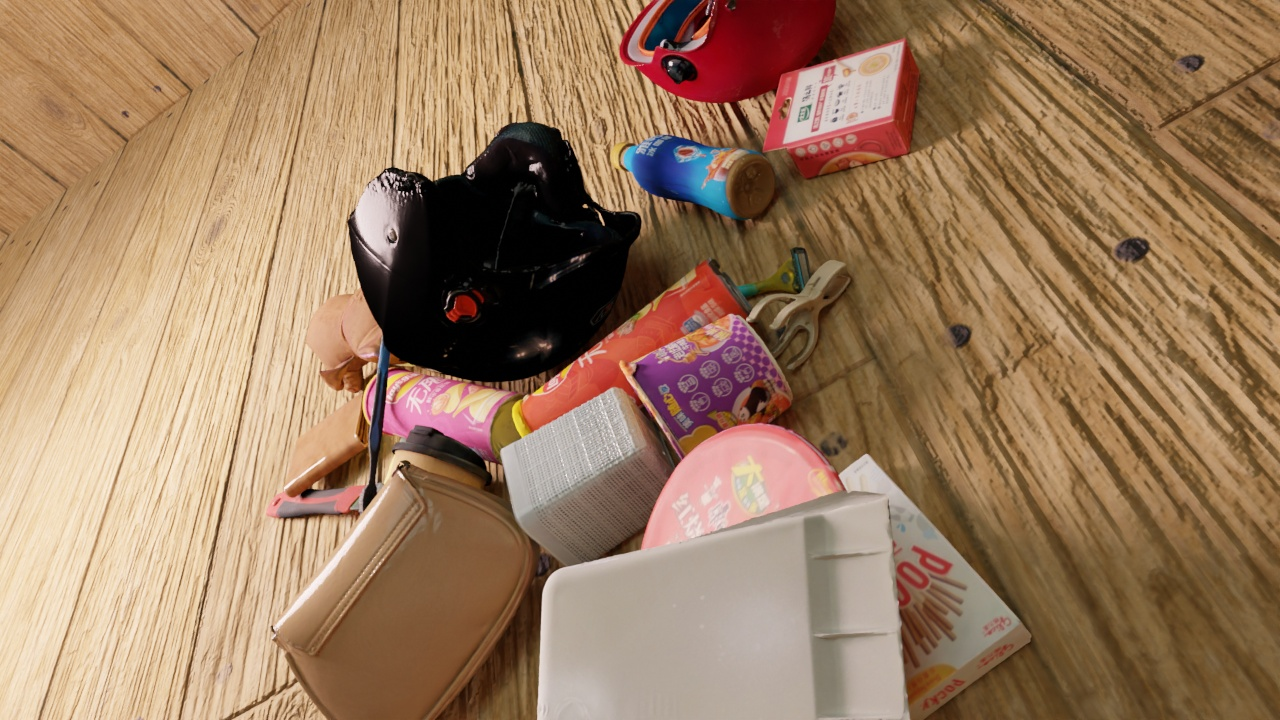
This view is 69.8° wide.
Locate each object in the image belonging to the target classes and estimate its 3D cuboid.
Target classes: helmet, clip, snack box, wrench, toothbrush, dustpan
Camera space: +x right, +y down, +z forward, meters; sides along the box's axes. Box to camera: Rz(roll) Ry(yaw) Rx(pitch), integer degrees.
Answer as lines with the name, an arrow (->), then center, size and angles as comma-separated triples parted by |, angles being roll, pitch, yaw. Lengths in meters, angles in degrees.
helmet -> 0.103, -0.352, 0.964 | 0.241, 0.144, 0.206 | -18, 39, 48
clip -> 0.124, -0.047, 0.730 | 0.035, 0.092, 0.103 | 24, 83, 48
helmet -> -0.133, -0.090, 0.859 | 0.275, 0.231, 0.232 | 15, 32, 21
snack box -> 0.155, 0.135, 0.572 | 0.085, 0.027, 0.156 | -39, 39, 4
snack box -> 0.189, -0.232, 0.859 | 0.127, 0.044, 0.113 | -7, 52, 34
wrench -> -0.310, 0.140, 0.945 | 0.274, 0.016, 0.056 | -14, 43, 37
toothbrush -> -0.258, 0.059, 0.894 | 0.016, 0.014, 0.189 | -19, 64, 53
dustpan -> 0.035, 0.209, 0.534 | 0.258, 0.142, 0.222 | -9, 66, 21

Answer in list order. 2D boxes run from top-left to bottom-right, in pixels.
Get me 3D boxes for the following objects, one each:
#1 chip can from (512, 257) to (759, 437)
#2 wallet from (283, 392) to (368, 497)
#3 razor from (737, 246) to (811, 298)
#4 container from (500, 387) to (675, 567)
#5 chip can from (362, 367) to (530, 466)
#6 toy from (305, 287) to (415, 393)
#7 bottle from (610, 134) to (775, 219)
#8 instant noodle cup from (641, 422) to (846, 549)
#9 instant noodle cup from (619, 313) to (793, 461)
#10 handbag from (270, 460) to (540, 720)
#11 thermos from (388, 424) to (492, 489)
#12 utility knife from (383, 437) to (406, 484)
chip can -> -0.005, 0.005, 0.776 | 0.217, 0.073, 0.073 | -37, 40, 11
wallet -> -0.344, 0.090, 1.014 | 0.101, 0.020, 0.115 | -34, 28, 5
razor -> 0.086, -0.061, 0.802 | 0.133, 0.028, 0.043 | -15, 85, 28
container -> -0.036, 0.090, 0.722 | 0.111, 0.090, 0.090 | -33, 41, 8
chip can -> -0.183, 0.053, 0.888 | 0.211, 0.071, 0.071 | 8, 60, 43
toy -> -0.290, -0.030, 1.019 | 0.200, 0.130, 0.139 | -24, 40, 53
bottle -> 0.041, -0.192, 0.927 | 0.065, 0.065, 0.219 | -51, 40, -10
instant noodle cup -> 0.078, 0.139, 0.568 | 0.194, 0.065, 0.193 | -26, 56, 46
instant noodle cup -> 0.054, 0.024, 0.699 | 0.099, 0.111, 0.111 | -32, 40, -1
handbag -> -0.176, 0.185, 0.716 | 0.204, 0.148, 0.100 | -52, -2, -7
thermos -> -0.192, 0.138, 0.809 | 0.093, 0.093, 0.143 | 1, 65, 40
utility knife -> -0.257, 0.153, 0.900 | 0.031, 0.020, 0.195 | -20, 38, 33
